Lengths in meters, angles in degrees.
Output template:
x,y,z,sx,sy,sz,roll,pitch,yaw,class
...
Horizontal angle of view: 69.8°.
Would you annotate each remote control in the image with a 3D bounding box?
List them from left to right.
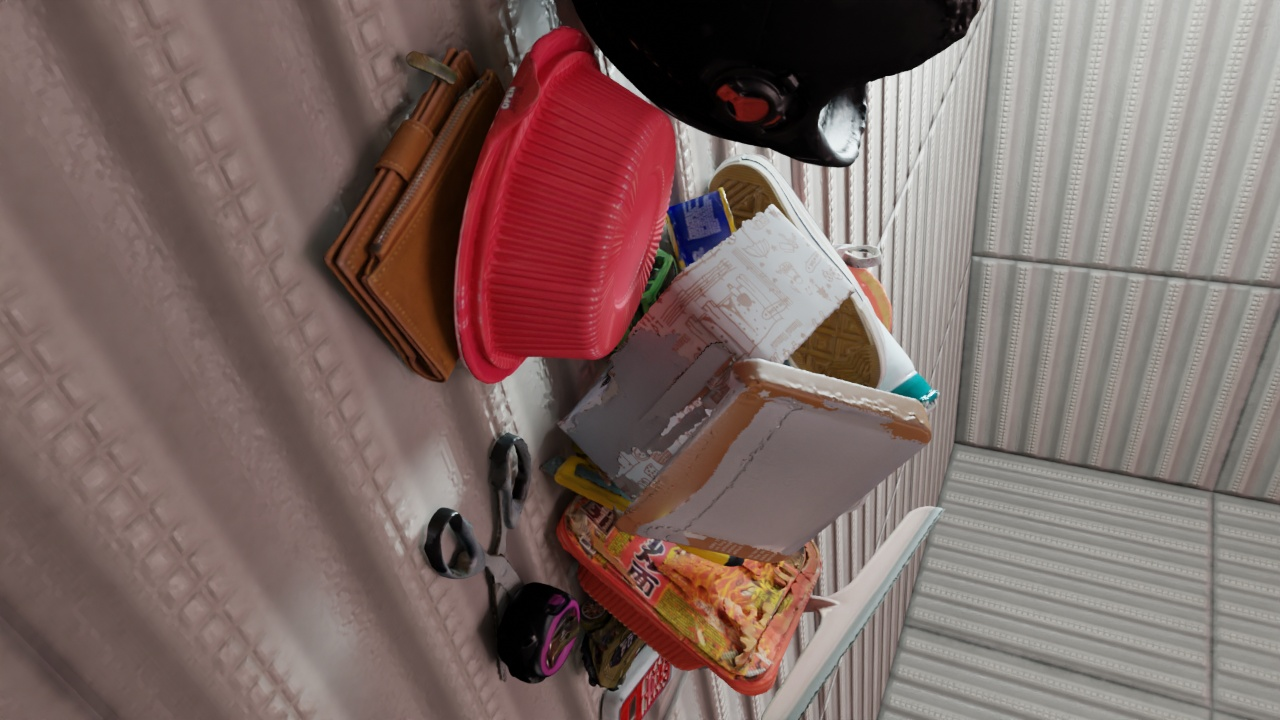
x,y,z,sx,sy,sz,roll,pitch,yaw,class
0.004,0.287,0.819,0.135,0.020,0.056,-30,125,-59,remote control

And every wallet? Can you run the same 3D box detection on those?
x,y,z,sx,sy,sz,roll,pitch,yaw,class
-0.094,-0.072,0.445,0.119,0.035,0.130,64,43,-55,wallet

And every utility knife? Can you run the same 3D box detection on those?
x,y,z,sx,sy,sz,roll,pitch,yaw,class
0.005,0.102,0.629,0.015,0.164,0.033,-50,-160,35,utility knife

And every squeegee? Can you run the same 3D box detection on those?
x,y,z,sx,sy,sz,roll,pitch,yaw,class
0.102,0.221,0.757,0.246,0.040,0.250,-40,177,-38,squeegee

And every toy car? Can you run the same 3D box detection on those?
x,y,z,sx,sy,sz,roll,pitch,yaw,class
-0.006,0.189,0.736,0.157,0.042,0.070,-58,148,-44,toy car
-0.004,-0.043,0.656,0.091,0.036,0.043,-59,150,-30,toy car

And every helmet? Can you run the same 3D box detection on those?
x,y,z,sx,sy,sz,roll,pitch,yaw,class
0.065,-0.237,0.495,0.275,0.230,0.232,77,25,-49,helmet

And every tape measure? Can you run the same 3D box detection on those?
x,y,z,sx,sy,sz,roll,pitch,yaw,class
-0.063,0.173,0.585,0.057,0.039,0.057,-55,150,-43,tape measure

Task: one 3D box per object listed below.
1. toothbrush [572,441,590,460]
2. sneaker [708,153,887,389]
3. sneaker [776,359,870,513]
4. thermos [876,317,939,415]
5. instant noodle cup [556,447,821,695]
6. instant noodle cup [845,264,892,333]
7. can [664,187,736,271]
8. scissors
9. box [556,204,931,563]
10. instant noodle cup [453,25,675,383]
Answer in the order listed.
x,y,z,sx,sy,sz,roll,pitch,yaw,class
-0.004,0.004,0.695,0.017,0.016,0.189,84,28,-45,toothbrush
0.149,-0.080,0.811,0.241,0.119,0.087,57,39,-6,sneaker
0.151,0.053,0.874,0.242,0.090,0.090,60,29,-12,sneaker
0.201,-0.026,0.902,0.073,0.224,0.073,-34,170,-7,thermos
0.034,0.148,0.687,0.164,0.189,0.079,-46,173,-49,instant noodle cup
0.203,-0.031,1.000,0.108,0.138,0.137,46,57,-70,instant noodle cup
0.062,-0.071,0.733,0.148,0.049,0.074,61,14,-53,can
-0.089,0.125,0.568,0.175,0.014,0.159,29,75,-67,scissors
0.071,0.038,0.577,0.153,0.181,0.183,-43,175,-43,box
-0.030,-0.072,0.490,0.193,0.066,0.194,18,89,-80,instant noodle cup
